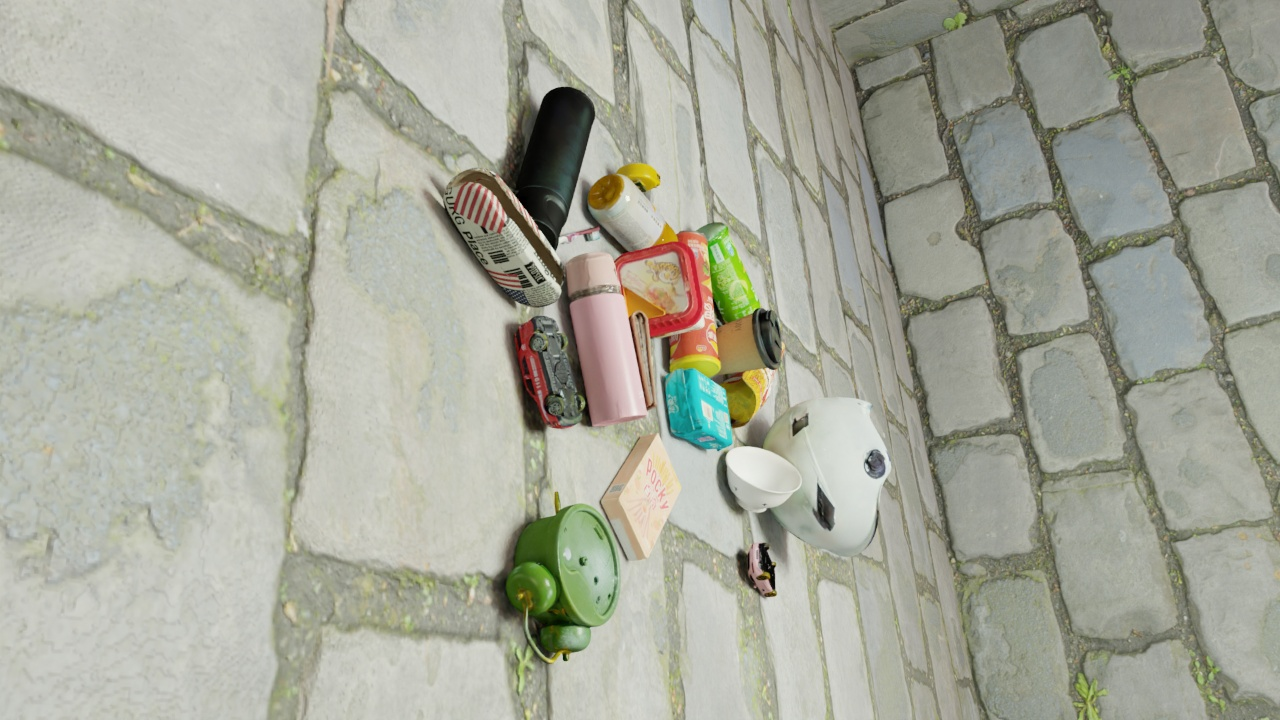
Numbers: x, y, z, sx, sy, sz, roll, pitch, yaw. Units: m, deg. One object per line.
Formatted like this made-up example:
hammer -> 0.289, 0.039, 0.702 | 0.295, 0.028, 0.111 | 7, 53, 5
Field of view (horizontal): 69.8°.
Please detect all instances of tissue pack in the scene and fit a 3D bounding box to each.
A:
tissue pack -> 0.084, 0.071, 1.290 | 0.133, 0.050, 0.093 | 31, 47, -57

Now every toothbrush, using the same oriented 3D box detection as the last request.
toothbrush -> -0.088, -0.142, 1.099 | 0.187, 0.016, 0.017 | -35, 118, -64

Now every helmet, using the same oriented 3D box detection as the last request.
helmet -> 0.274, 0.178, 1.467 | 0.145, 0.230, 0.258 | 11, 63, -21

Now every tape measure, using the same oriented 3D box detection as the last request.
tape measure -> -0.006, -0.250, 1.279 | 0.057, 0.060, 0.029 | 26, 57, -59

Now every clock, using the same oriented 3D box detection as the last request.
clock -> -0.074, 0.210, 0.872 | 0.116, 0.056, 0.160 | 60, 28, -27

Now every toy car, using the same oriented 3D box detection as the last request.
toy car -> -0.096, 0.014, 0.953 | 0.052, 0.045, 0.120 | -1, 72, -62
toy car -> 0.181, 0.314, 1.372 | 0.122, 0.037, 0.056 | 63, 27, -52

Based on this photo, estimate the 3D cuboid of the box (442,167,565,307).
box -> -0.139, -0.112, 0.920 | 0.163, 0.076, 0.073 | 56, 27, -38

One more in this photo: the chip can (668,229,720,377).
chip can -> 0.072, -0.081, 1.329 | 0.073, 0.073, 0.216 | 38, 43, -52

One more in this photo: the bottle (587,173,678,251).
bottle -> 0.000, -0.177, 1.239 | 0.189, 0.068, 0.068 | 40, 42, -51

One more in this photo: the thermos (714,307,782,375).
thermos -> 0.140, -0.020, 1.349 | 0.093, 0.143, 0.093 | 40, 42, -51

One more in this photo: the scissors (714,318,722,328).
scissors -> 0.100, -0.071, 1.451 | 0.159, 0.014, 0.180 | 16, 60, -61

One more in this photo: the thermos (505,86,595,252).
thermos -> -0.111, -0.224, 1.043 | 0.090, 0.069, 0.241 | 33, 43, -24

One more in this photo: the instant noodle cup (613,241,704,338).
instant noodle cup -> 0.031, -0.083, 1.210 | 0.124, 0.116, 0.116 | 32, 48, -71

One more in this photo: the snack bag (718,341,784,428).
snack bag -> 0.180, 0.043, 1.470 | 0.207, 0.073, 0.129 | -27, 136, -62

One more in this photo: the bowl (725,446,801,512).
bowl -> 0.175, 0.188, 1.379 | 0.118, 0.118, 0.065 | -43, 154, -62

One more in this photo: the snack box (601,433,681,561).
snack box -> 0.004, 0.160, 1.100 | 0.084, 0.026, 0.156 | 66, 26, -17

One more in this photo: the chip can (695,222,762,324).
chip can -> 0.148, -0.121, 1.511 | 0.221, 0.073, 0.072 | 63, 27, -25

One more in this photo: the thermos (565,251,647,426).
thermos -> -0.042, -0.024, 1.074 | 0.087, 0.067, 0.198 | 52, 25, -79

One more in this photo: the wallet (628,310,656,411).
wallet -> -0.007, 0.006, 1.108 | 0.101, 0.020, 0.115 | 143, -61, -71
